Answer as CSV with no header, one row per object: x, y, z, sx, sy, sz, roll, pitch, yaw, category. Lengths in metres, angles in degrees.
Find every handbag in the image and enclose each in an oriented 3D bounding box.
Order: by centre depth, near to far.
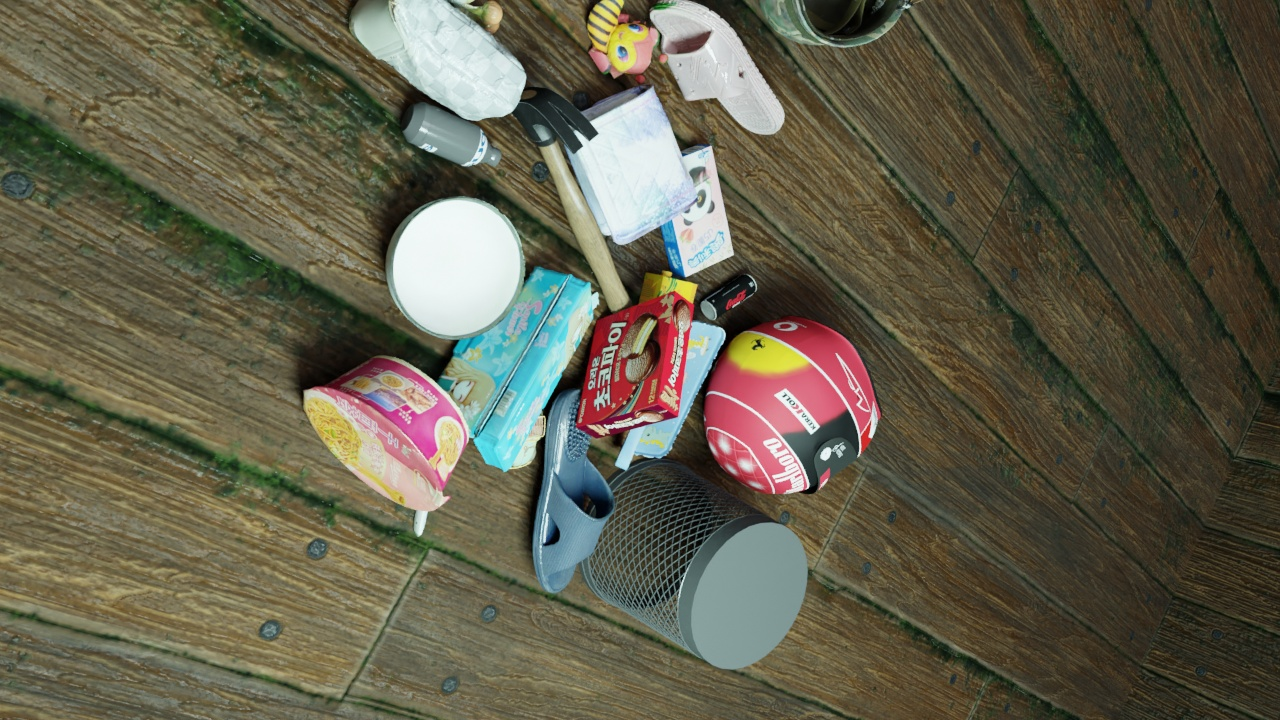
-0.194,-0.329,0.937,0.171,0.113,0.123,35,74,-36,handbag
-0.012,-0.236,1.105,0.126,0.069,0.159,-29,118,-10,handbag

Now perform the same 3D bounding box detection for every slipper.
-0.072,0.167,1.146,0.101,0.083,0.264,-16,113,-63,slipper
0.095,-0.351,1.147,0.239,0.094,0.064,37,74,-39,slipper

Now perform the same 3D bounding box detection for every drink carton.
0.029,-0.055,1.206,0.058,0.041,0.122,10,96,-37,drink carton

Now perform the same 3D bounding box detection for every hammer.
-0.070,-0.174,1.072,0.040,0.132,0.306,-45,132,-24,hammer

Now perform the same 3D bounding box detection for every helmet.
0.256,-0.499,1.131,0.192,0.236,0.224,30,94,-32,helmet
0.199,0.077,1.266,0.224,0.198,0.271,-47,132,-17,helmet

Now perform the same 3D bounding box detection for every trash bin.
0.069,0.262,1.197,0.217,0.228,0.218,-9,107,-34,trash bin

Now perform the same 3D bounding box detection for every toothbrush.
-0.241,0.115,1.072,0.017,0.016,0.189,7,97,-47,toothbrush

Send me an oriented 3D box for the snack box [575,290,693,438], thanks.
-0.007,0.006,1.103,0.036,0.133,0.151,33,53,-36,snack box

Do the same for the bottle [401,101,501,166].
-0.202,-0.239,0.991,0.112,0.047,0.047,18,91,-38,bottle

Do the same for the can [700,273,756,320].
0.123,-0.088,1.270,0.080,0.031,0.031,-34,119,-25,can

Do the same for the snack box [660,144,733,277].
0.066,-0.195,1.203,0.087,0.033,0.154,-27,116,-27,snack box

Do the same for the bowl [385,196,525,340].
-0.210,-0.104,1.002,0.153,0.073,0.153,-10,108,-34,bowl

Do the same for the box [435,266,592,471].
-0.155,-0.003,1.061,0.097,0.117,0.226,93,23,-68,box

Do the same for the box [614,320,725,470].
0.030,0.043,1.193,0.121,0.047,0.210,-10,130,-56,box

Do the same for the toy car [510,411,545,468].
-0.141,0.081,1.114,0.047,0.047,0.112,-4,104,-39,toy car

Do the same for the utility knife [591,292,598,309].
-0.133,-0.014,1.119,0.227,0.019,0.030,-42,128,-24,utility knife

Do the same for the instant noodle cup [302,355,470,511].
-0.257,0.069,0.964,0.077,0.179,0.179,-52,127,-34,instant noodle cup

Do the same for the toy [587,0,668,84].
-0.021,-0.378,1.086,0.084,0.046,0.103,-40,113,5,toy
